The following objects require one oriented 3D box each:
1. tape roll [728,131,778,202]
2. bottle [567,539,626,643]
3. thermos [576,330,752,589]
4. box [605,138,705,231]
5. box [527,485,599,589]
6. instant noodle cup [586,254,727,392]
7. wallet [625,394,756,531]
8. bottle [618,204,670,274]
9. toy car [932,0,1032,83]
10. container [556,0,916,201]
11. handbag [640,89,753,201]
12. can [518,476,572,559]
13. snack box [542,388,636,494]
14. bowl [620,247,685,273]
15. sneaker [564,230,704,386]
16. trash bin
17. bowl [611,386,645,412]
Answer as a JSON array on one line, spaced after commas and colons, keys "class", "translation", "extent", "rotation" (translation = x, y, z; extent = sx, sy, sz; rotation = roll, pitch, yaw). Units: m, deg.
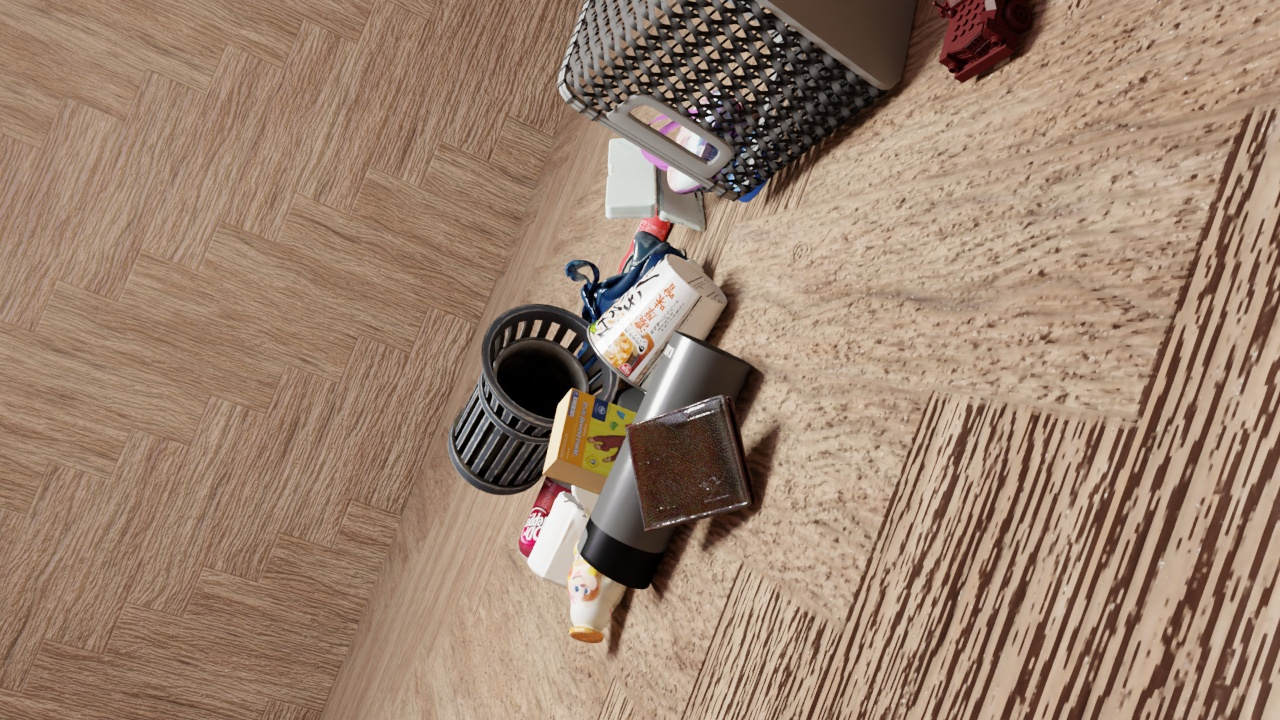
[{"class": "tape roll", "translation": [0.132, -0.230, 1.077], "extent": [0.092, 0.016, 0.092], "rotation": [-52, 23, 42]}, {"class": "bottle", "translation": [-0.047, 0.237, 0.959], "extent": [0.063, 0.063, 0.108], "rotation": [-44, 29, 53]}, {"class": "thermos", "translation": [0.021, 0.097, 0.895], "extent": [0.240, 0.082, 0.082], "rotation": [-66, 17, 7]}, {"class": "box", "translation": [0.019, -0.244, 1.237], "extent": [0.196, 0.136, 0.043], "rotation": [-89, 9, -50]}, {"class": "box", "translation": [-0.067, 0.189, 1.067], "extent": [0.092, 0.081, 0.161], "rotation": [-158, 91, -86]}, {"class": "instant noodle cup", "translation": [0.026, -0.045, 1.021], "extent": [0.122, 0.123, 0.123], "rotation": [-51, 22, 20]}, {"class": "wallet", "translation": [0.040, 0.092, 0.810], "extent": [0.120, 0.031, 0.099], "rotation": [-21, 76, 37]}, {"class": "bottle", "translation": [0.013, -0.179, 1.336], "extent": [0.142, 0.042, 0.042], "rotation": [-63, 17, 15]}, {"class": "toy car", "translation": [0.262, -0.304, 0.692], "extent": [0.070, 0.062, 0.169], "rotation": [-19, 51, 68]}, {"class": "container", "translation": [0.104, -0.350, 0.907], "extent": [0.244, 0.247, 0.245], "rotation": [-21, 48, 57]}, {"class": "handbag", "translation": [0.059, -0.280, 1.179], "extent": [0.170, 0.068, 0.144], "rotation": [23, 91, 51]}, {"class": "can", "translation": [-0.113, 0.206, 1.198], "extent": [0.114, 0.063, 0.063], "rotation": [-67, 17, 3]}, {"class": "snack box", "translation": [-0.032, 0.096, 0.980], "extent": [0.040, 0.125, 0.088], "rotation": [-48, 26, 48]}, {"class": "bowl", "translation": [0.008, -0.109, 1.234], "extent": [0.116, 0.059, 0.115], "rotation": [-56, 20, 33]}, {"class": "sneaker", "translation": [-0.048, -0.055, 1.172], "extent": [0.120, 0.127, 0.295], "rotation": [-39, -9, -50]}, {"class": "trash bin", "translation": [-0.147, 0.062, 1.144], "extent": [0.228, 0.164, 0.163], "rotation": [127, 158, -50]}, {"class": "bowl", "translation": [-0.018, 0.072, 1.095], "extent": [0.124, 0.052, 0.123], "rotation": [-56, 20, 33]}]
